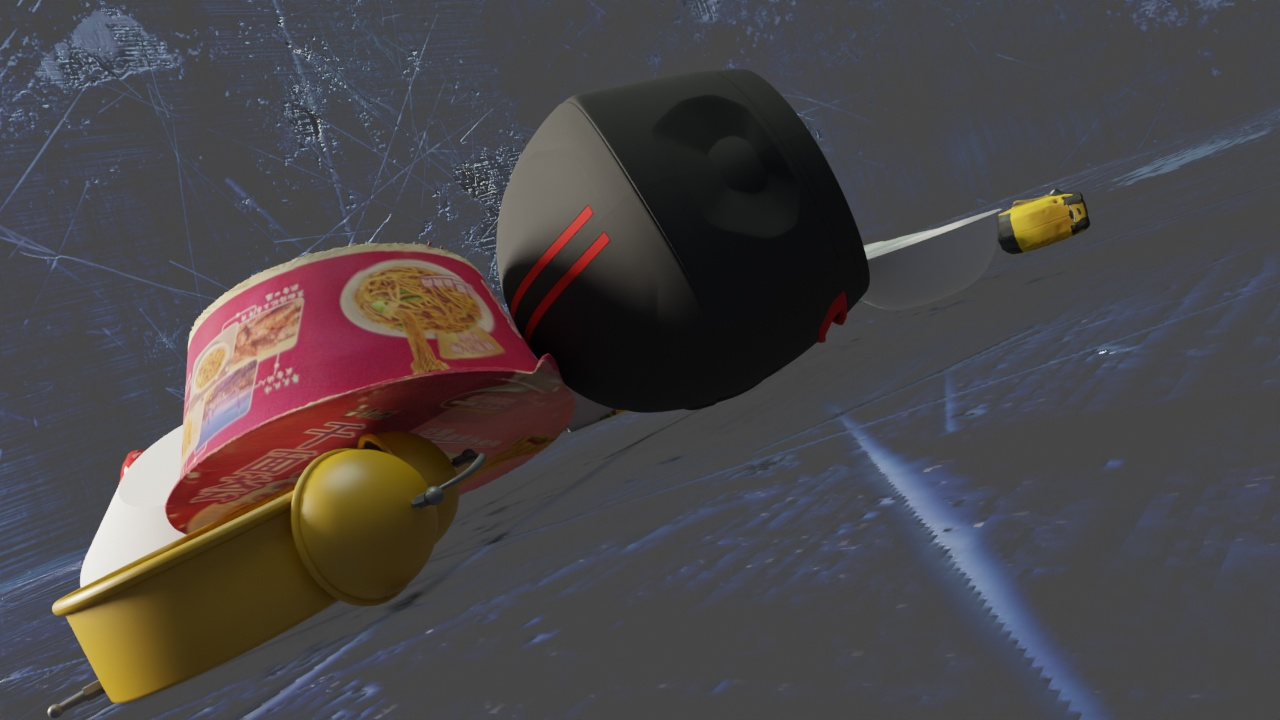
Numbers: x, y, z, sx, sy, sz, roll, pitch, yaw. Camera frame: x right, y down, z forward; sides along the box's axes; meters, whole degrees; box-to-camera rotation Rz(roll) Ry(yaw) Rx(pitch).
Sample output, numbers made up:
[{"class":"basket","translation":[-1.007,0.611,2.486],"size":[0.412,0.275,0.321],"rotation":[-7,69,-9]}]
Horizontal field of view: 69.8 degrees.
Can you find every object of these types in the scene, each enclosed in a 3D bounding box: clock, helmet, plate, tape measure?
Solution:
[{"class":"clock","translation":[-0.125,0.068,0.326],"size":[0.152,0.052,0.113],"rotation":[-25,3,-2]},{"class":"helmet","translation":[0.013,-0.054,0.482],"size":[0.170,0.164,0.264],"rotation":[-32,-8,3]},{"class":"plate","translation":[-0.237,0.065,0.516],"size":[0.174,0.036,0.173],"rotation":[-14,30,8]},{"class":"tape measure","translation":[0.298,-0.105,0.684],"size":[0.064,0.037,0.065],"rotation":[-18,4,27]}]

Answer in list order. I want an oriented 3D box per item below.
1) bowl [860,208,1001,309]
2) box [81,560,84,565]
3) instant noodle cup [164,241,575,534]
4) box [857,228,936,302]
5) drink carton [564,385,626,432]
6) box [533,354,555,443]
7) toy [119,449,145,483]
[{"class":"bowl","translation":[0.181,-0.058,0.588],"size":[0.110,0.040,0.110],"rotation":[-20,3,1]},{"class":"box","translation":[-0.258,0.077,0.584],"size":[0.062,0.058,0.187],"rotation":[15,44,25]},{"class":"instant noodle cup","translation":[-0.126,0.014,0.421],"size":[0.178,0.077,0.179],"rotation":[-19,-19,-7]},{"class":"box","translation":[0.181,-0.069,0.741],"size":[0.083,0.066,0.199],"rotation":[-1,2,-8]},{"class":"drink carton","translation":[-0.004,0.004,0.635],"size":[0.124,0.048,0.076],"rotation":[-21,3,-12]},{"class":"box","translation":[-0.154,0.049,0.619],"size":[0.210,0.074,0.077],"rotation":[-18,8,33]},{"class":"toy","translation":[-0.340,0.130,0.706],"size":[0.133,0.093,0.088],"rotation":[2,-37,6]}]
